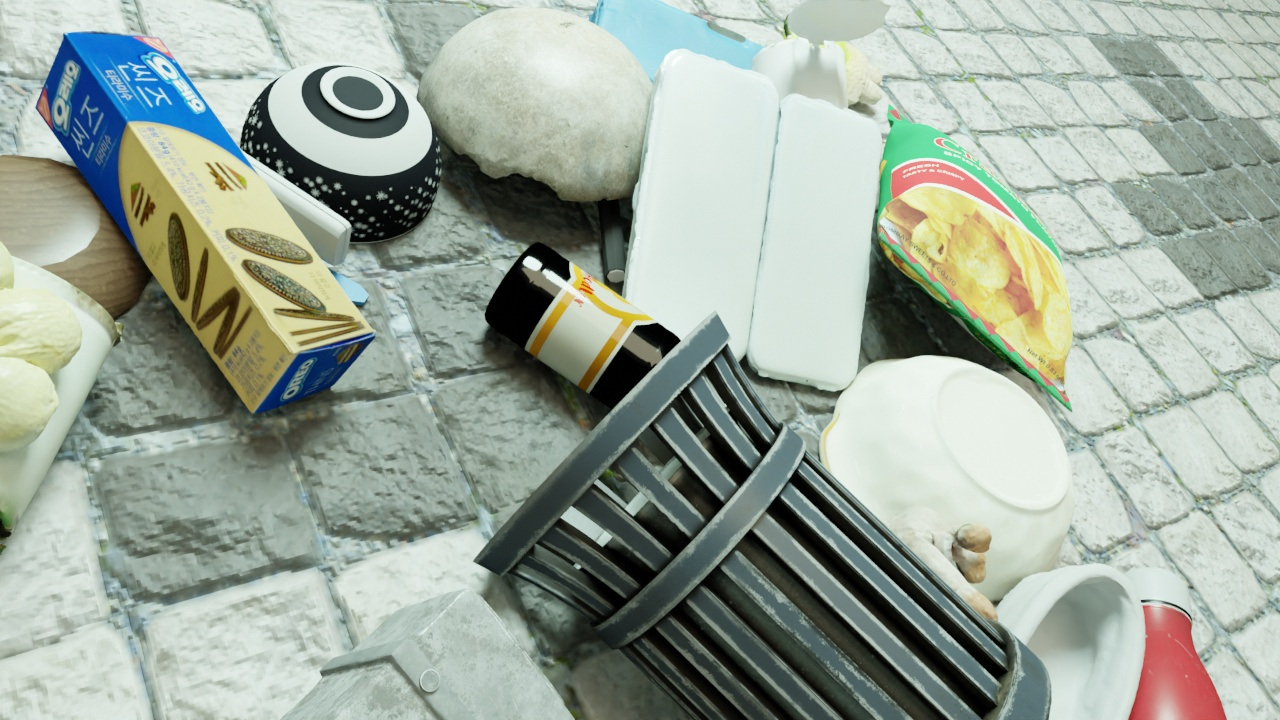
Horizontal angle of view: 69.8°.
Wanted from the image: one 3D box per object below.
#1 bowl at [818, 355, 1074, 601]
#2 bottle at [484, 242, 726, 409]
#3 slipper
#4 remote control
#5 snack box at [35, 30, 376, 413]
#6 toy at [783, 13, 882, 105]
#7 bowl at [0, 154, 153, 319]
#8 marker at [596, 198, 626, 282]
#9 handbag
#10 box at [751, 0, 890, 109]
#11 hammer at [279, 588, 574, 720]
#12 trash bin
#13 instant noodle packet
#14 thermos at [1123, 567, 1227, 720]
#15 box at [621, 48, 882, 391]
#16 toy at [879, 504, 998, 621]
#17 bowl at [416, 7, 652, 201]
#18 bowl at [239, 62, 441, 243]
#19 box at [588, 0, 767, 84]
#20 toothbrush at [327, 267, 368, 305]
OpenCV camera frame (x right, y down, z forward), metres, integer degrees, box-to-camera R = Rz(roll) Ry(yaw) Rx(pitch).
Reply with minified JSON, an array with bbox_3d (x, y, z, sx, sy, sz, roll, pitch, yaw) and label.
[{"bbox_3d":[0.228,0.064,0.628,0.219,0.060,0.188,2,55,-26],"label":"bowl"},{"bbox_3d":[-0.003,0.003,0.550,0.181,0.059,0.059,35,47,-1],"label":"bottle"},{"bbox_3d":[0.218,0.213,0.500,0.112,0.075,0.246,30,55,16],"label":"slipper"},{"bbox_3d":[-0.223,-0.099,0.523,0.131,0.033,0.012,33,45,3],"label":"remote control"},{"bbox_3d":[-0.225,-0.073,0.470,0.206,0.056,0.057,52,33,6],"label":"snack box"},{"bbox_3d":[0.183,-0.283,0.874,0.115,0.046,0.092,23,49,-20],"label":"toy"},{"bbox_3d":[-0.308,-0.064,0.458,0.117,0.030,0.117,14,51,-18],"label":"bowl"},{"bbox_3d":[-0.024,-0.107,0.650,0.021,0.018,0.123,9,53,-22],"label":"marker"},{"bbox_3d":[-0.312,-0.009,0.353,0.171,0.124,0.112,22,55,-19],"label":"handbag"},{"bbox_3d":[0.133,-0.197,0.689,0.080,0.150,0.106,-1,84,-9],"label":"box"},{"bbox_3d":[-0.044,0.133,0.254,0.079,0.327,0.176,54,48,-7],"label":"hammer"},{"bbox_3d":[0.061,0.114,0.437,0.227,0.165,0.163,44,48,3],"label":"trash bin"},{"bbox_3d":[0.264,-0.095,0.733,0.195,0.091,0.252,39,37,-13],"label":"instant noodle packet"},{"bbox_3d":[0.306,0.225,0.538,0.073,0.073,0.239,30,47,-5],"label":"thermos"},{"bbox_3d":[0.082,-0.091,0.629,0.188,0.037,0.208,13,82,-18],"label":"box"},{"bbox_3d":[0.155,0.118,0.541,0.106,0.085,0.074,22,77,14],"label":"toy"},{"bbox_3d":[-0.057,-0.193,0.633,0.178,0.081,0.178,15,38,-12],"label":"bowl"},{"bbox_3d":[-0.177,-0.139,0.559,0.120,0.067,0.120,14,51,-18],"label":"bowl"},{"bbox_3d":[0.066,-0.239,0.774,0.231,0.053,0.093,18,51,-15],"label":"box"},{"bbox_3d":[-0.231,-0.076,0.520,0.166,0.014,0.016,28,48,-7],"label":"toothbrush"}]
